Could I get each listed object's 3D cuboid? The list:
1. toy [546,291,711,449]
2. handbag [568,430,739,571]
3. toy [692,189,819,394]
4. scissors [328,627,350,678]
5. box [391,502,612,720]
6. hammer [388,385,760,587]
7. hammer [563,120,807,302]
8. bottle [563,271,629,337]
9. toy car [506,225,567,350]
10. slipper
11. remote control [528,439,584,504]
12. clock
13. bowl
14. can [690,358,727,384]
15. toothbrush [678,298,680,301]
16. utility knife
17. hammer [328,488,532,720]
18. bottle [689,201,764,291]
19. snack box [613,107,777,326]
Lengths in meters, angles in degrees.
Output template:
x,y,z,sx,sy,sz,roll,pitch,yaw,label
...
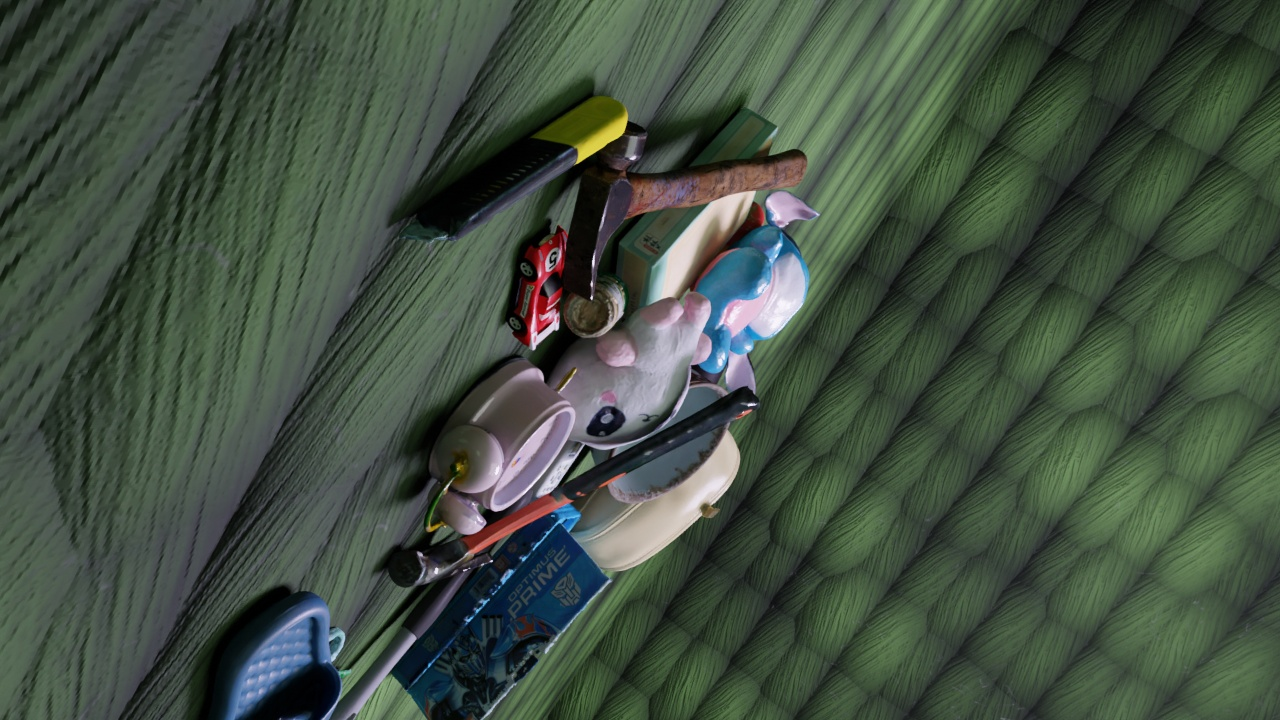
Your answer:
x,y,z,sx,sy,sz,roll,pitch,yaw,label
-0.005,0.005,0.794,0.138,0.101,0.180,2,144,-39,toy
-0.001,0.148,1.091,0.232,0.191,0.088,-50,123,-16,handbag
0.104,-0.057,0.913,0.191,0.099,0.224,-36,147,-60,toy
-0.261,0.254,0.749,0.112,0.012,0.131,-55,167,-2,scissors
-0.136,0.272,0.962,0.243,0.113,0.114,-48,168,3,box
-0.047,0.107,0.794,0.333,0.033,0.133,-28,167,3,hammer
0.052,-0.132,0.721,0.329,0.033,0.120,-24,138,-54,hammer
-0.033,-0.042,0.694,0.043,0.042,0.110,-57,-178,11,bottle
-0.068,-0.050,0.635,0.038,0.025,0.090,-45,164,-39,toy car
-0.247,0.241,0.638,0.103,0.059,0.214,-33,151,-49,slipper
-0.096,0.118,0.978,0.133,0.022,0.050,-56,167,4,remote control
-0.114,0.070,0.703,0.157,0.059,0.117,-42,162,-44,clock
0.006,0.060,0.964,0.159,0.094,0.160,-26,141,-23,bowl
0.055,0.024,1.166,0.080,0.080,0.146,-43,163,-44,can
0.055,-0.099,0.943,0.187,0.014,0.017,-63,-175,-11,toothbrush
-0.064,-0.104,0.503,0.173,0.029,0.020,-43,157,-39,utility knife
-0.201,0.236,0.860,0.310,0.029,0.125,-51,177,-27,hammer
0.097,-0.120,1.016,0.071,0.048,0.134,-47,165,-36,bottle
0.047,-0.119,0.840,0.193,0.044,0.142,-50,167,-24,snack box
